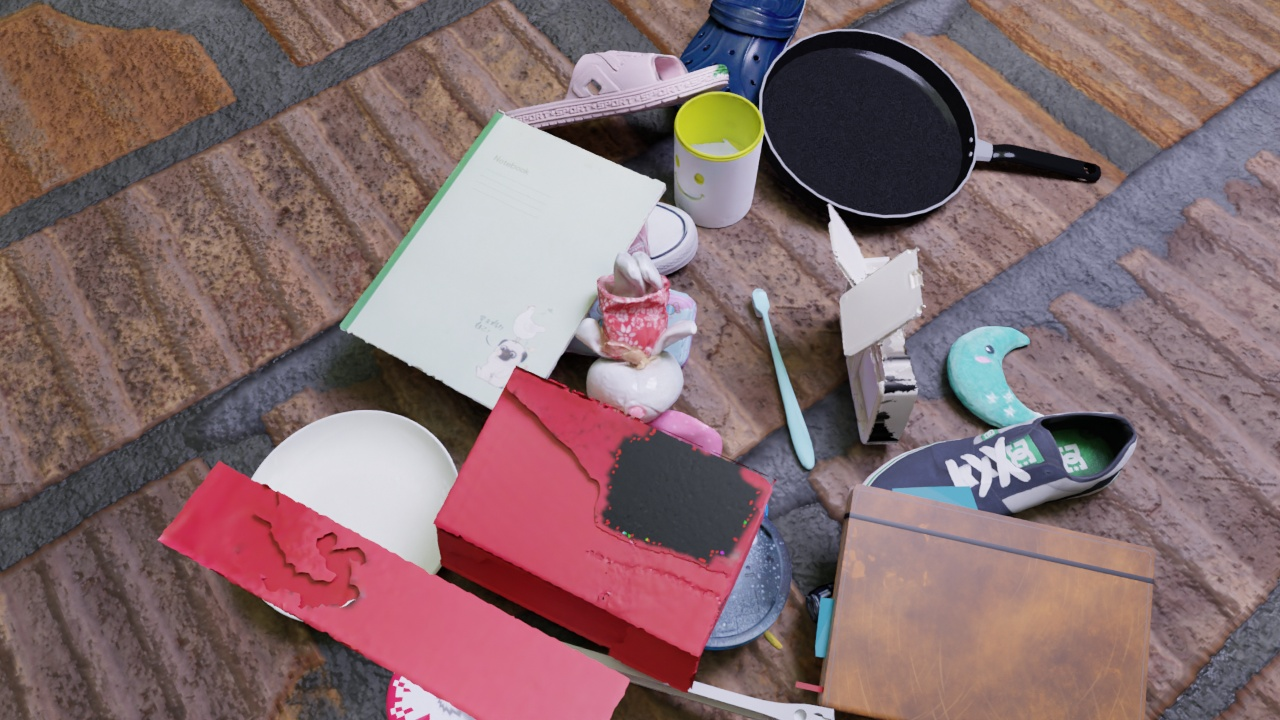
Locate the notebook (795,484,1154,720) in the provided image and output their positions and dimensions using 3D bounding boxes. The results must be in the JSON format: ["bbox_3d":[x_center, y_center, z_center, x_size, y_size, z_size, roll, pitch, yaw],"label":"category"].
[{"bbox_3d":[0.250,0.185,0.675,0.249,0.014,0.178,12,75,-1],"label":"notebook"}]

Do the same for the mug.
[{"bbox_3d":[0.073,-0.191,0.885,0.082,0.106,0.082,0,61,0],"label":"mug"}]

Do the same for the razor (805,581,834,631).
[{"bbox_3d":[0.198,0.212,0.698,0.151,0.054,0.067,26,76,7],"label":"razor"}]

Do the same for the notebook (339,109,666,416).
[{"bbox_3d":[-0.116,-0.090,0.793,0.182,0.010,0.252,26,71,14],"label":"notebook"}]

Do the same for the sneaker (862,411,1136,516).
[{"bbox_3d":[0.284,0.089,0.741,0.235,0.079,0.084,-15,63,-6],"label":"sneaker"}]

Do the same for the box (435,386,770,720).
[{"bbox_3d":[-0.031,0.197,0.756,0.214,0.326,0.152,21,47,16],"label":"box"}]

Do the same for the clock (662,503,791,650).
[{"bbox_3d":[0.054,0.154,0.724,0.117,0.060,0.161,-7,60,-1],"label":"clock"}]

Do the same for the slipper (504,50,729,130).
[{"bbox_3d":[-0.034,-0.272,0.905,0.240,0.064,0.094,-6,14,23],"label":"slipper"}]

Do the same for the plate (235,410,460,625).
[{"bbox_3d":[-0.236,0.130,0.757,0.182,0.034,0.182,-1,61,1],"label":"plate"}]

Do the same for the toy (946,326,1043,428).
[{"bbox_3d":[0.313,0.011,0.812,0.085,0.033,0.105,8,60,-7],"label":"toy"}]

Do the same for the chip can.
[{"bbox_3d":[-0.102,0.234,0.590,0.069,0.221,0.069,-1,61,1],"label":"chip can"}]

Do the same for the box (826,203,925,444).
[{"bbox_3d":[0.180,-0.034,0.747,0.069,0.192,0.143,-3,54,1],"label":"box"}]

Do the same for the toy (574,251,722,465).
[{"bbox_3d":[-0.005,0.004,0.757,0.159,0.194,0.084,5,21,-1],"label":"toy"}]

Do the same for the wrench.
[{"bbox_3d":[0.045,0.247,0.676,0.273,0.087,0.018,10,61,18],"label":"wrench"}]

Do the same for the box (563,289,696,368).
[{"bbox_3d":[-0.058,-0.040,0.831,0.214,0.096,0.077,9,89,6],"label":"box"}]

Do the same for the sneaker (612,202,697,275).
[{"bbox_3d":[-0.065,-0.133,0.867,0.241,0.088,0.118,1,61,2],"label":"sneaker"}]

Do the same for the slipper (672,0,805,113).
[{"bbox_3d":[0.107,-0.349,0.981,0.105,0.095,0.252,22,61,10],"label":"slipper"}]

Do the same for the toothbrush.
[{"bbox_3d":[0.127,0.015,0.824,0.016,0.017,0.180,-9,63,-6],"label":"toothbrush"}]

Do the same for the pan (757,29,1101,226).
[{"bbox_3d":[0.291,-0.222,0.929,0.356,0.034,0.225,12,67,-3],"label":"pan"}]
